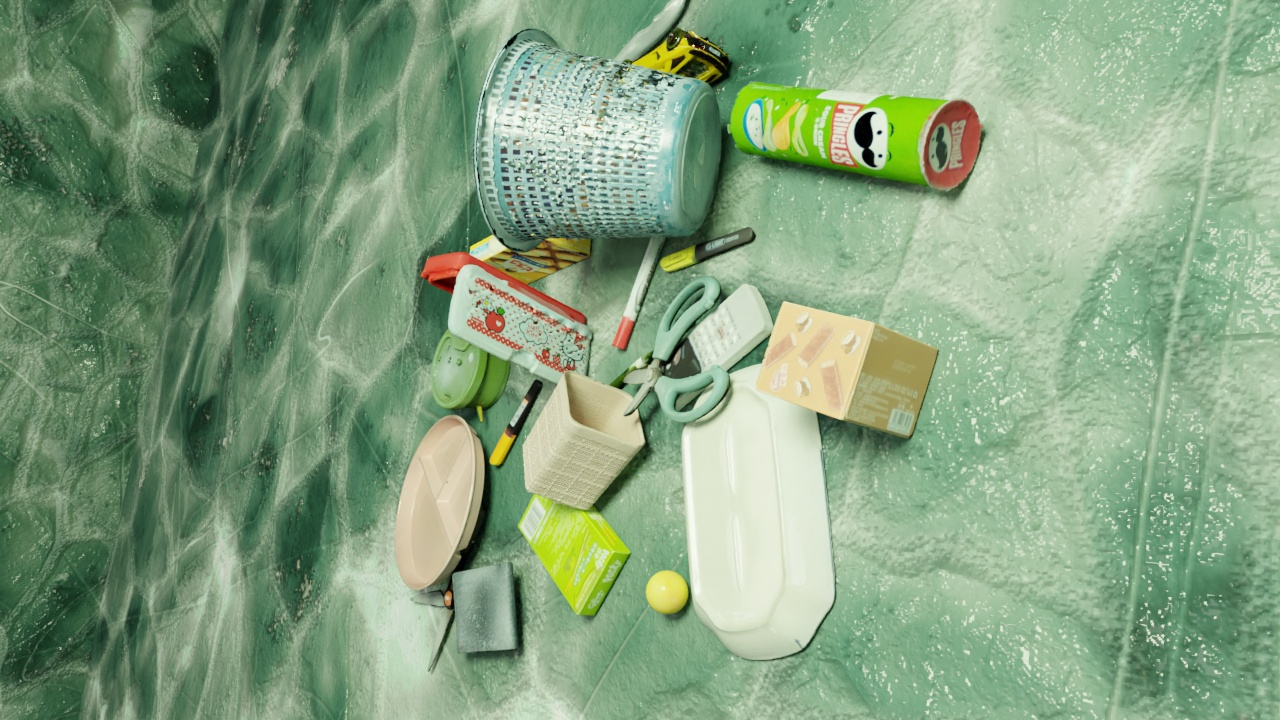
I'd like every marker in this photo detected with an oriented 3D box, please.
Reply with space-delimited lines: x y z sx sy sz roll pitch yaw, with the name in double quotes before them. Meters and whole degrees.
"marker" 0.000 -0.082 1.009 0.017 0.017 0.145 27 99 49
"marker" 0.068 -0.114 0.943 0.124 0.015 0.018 -15 70 44
"marker" -0.153 0.077 1.138 0.018 0.015 0.124 42 107 45

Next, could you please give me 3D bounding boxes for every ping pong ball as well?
"ping pong ball" 0.025 0.219 0.868 0.040 0.040 0.040 -18 65 45

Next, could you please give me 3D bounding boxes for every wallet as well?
"wallet" -0.183 0.290 1.075 0.121 0.019 0.097 -21 69 44

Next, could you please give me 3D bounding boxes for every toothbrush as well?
"toothbrush" -0.006 0.006 0.993 0.186 0.012 0.017 -41 44 33

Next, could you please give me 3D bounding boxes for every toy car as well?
"toy car" 0.030 -0.314 1.006 0.156 0.071 0.041 -8 68 50

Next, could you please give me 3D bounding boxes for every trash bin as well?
"trash bin" -0.029 -0.209 0.926 0.195 0.226 0.226 10 86 18

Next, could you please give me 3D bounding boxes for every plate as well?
"plate" -0.262 0.185 1.198 0.230 0.028 0.229 -30 51 46
"plate" 0.092 0.130 0.824 0.162 0.034 0.265 -21 63 44

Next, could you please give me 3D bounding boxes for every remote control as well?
"remote control" 0.067 -0.011 0.907 0.150 0.021 0.058 -43 49 31

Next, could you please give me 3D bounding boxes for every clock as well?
"clock" -0.218 -0.006 1.204 0.116 0.056 0.161 15 90 49

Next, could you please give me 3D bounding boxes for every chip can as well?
"chip can" 0.177 -0.202 0.803 0.236 0.072 0.072 28 99 50

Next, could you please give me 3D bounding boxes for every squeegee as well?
"squeegee" -0.035 -0.353 1.101 0.250 0.040 0.247 -33 25 23

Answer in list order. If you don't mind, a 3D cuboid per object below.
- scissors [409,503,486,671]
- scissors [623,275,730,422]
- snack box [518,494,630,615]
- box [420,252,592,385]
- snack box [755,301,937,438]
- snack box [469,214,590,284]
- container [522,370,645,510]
"scissors" -0.229 0.286 1.152 0.234 0.021 0.220 -4 75 47
"scissors" 0.040 -0.013 0.907 0.171 0.019 0.180 -2 70 56
"snack box" -0.076 0.195 1.002 0.156 0.026 0.086 43 111 47
"box" -0.148 -0.037 1.017 0.102 0.201 0.100 -3 69 41
"snack box" 0.164 0.007 0.735 0.094 0.092 0.077 20 93 50
"snack box" -0.137 -0.134 1.128 0.141 0.086 0.033 -14 68 46
"container" -0.065 0.089 0.967 0.111 0.090 0.089 -55 27 26
